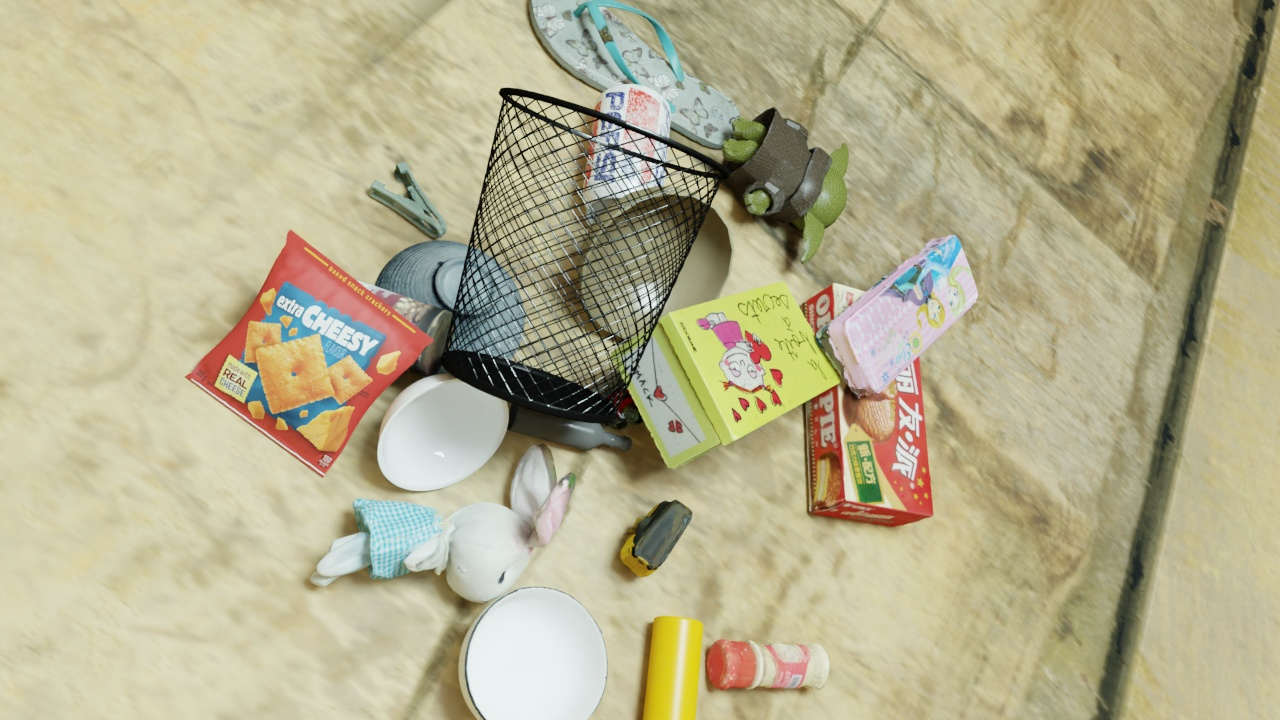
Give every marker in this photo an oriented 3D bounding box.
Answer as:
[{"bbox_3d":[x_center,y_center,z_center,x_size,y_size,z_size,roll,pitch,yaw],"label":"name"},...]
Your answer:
[{"bbox_3d":[-0.005,0.005,0.870,0.140,0.016,0.016,-36,89,-32],"label":"marker"}]

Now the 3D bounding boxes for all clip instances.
[{"bbox_3d":[-0.203,-0.139,0.823,0.076,0.023,0.059,45,59,-2],"label":"clip"}]

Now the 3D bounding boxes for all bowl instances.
[{"bbox_3d":[-0.156,-0.053,0.791,0.137,0.057,0.137,10,66,-23],"label":"bowl"},{"bbox_3d":[0.008,-0.096,0.860,0.152,0.153,0.050,1,31,-26],"label":"bowl"},{"bbox_3d":[-0.088,0.236,0.709,0.113,0.063,0.113,10,67,-23],"label":"bowl"},{"bbox_3d":[-0.164,0.049,0.736,0.109,0.110,0.040,-15,42,-31],"label":"bowl"}]

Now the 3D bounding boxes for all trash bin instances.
[{"bbox_3d":[-0.053,-0.075,0.711,0.184,0.184,0.210,17,97,-20],"label":"trash bin"}]

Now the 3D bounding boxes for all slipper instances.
[{"bbox_3d":[0.000,-0.317,0.978,0.268,0.055,0.098,32,62,-14],"label":"slipper"}]

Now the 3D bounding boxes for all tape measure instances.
[{"bbox_3d":[0.010,0.152,0.791,0.037,0.064,0.065,39,67,0],"label":"tape measure"}]

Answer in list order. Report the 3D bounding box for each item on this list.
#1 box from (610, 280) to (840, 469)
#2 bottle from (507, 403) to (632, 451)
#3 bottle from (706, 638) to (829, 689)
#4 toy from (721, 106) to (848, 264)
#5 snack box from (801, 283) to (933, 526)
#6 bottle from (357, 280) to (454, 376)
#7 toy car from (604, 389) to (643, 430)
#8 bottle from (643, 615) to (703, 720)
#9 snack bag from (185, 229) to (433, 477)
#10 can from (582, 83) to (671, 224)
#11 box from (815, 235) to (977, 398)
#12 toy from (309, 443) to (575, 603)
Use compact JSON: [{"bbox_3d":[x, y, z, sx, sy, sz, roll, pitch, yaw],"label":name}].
[{"bbox_3d":[0.086,0.006,0.839,0.220,0.081,0.124,-16,77,-51],"label":"box"},{"bbox_3d":[-0.060,0.061,0.811,0.113,0.030,0.030,17,64,-20],"label":"bottle"},{"bbox_3d":[0.114,0.270,0.812,0.109,0.044,0.044,10,67,-24],"label":"bottle"},{"bbox_3d":[0.157,-0.202,0.996,0.152,0.078,0.179,36,59,-20],"label":"toy"},{"bbox_3d":[0.231,0.046,0.947,0.113,0.060,0.236,13,65,-24],"label":"snack box"},{"bbox_3d":[-0.208,-0.029,0.736,0.105,0.056,0.056,19,61,5],"label":"bottle"},{"bbox_3d":[0.008,0.040,0.846,0.091,0.042,0.036,-7,81,-28],"label":"toy car"},{"bbox_3d":[0.025,0.288,0.758,0.043,0.043,0.143,17,64,-20],"label":"bottle"},{"bbox_3d":[-0.253,-0.002,0.701,0.131,0.039,0.144,39,101,-9],"label":"snack bag"},{"bbox_3d":[-0.013,-0.199,0.908,0.078,0.078,0.136,16,64,-21],"label":"can"},{"bbox_3d":[0.268,-0.048,0.947,0.229,0.053,0.084,-35,107,-36],"label":"box"},{"bbox_3d":[-0.146,0.145,0.703,0.205,0.131,0.106,-15,99,-18],"label":"toy"}]
